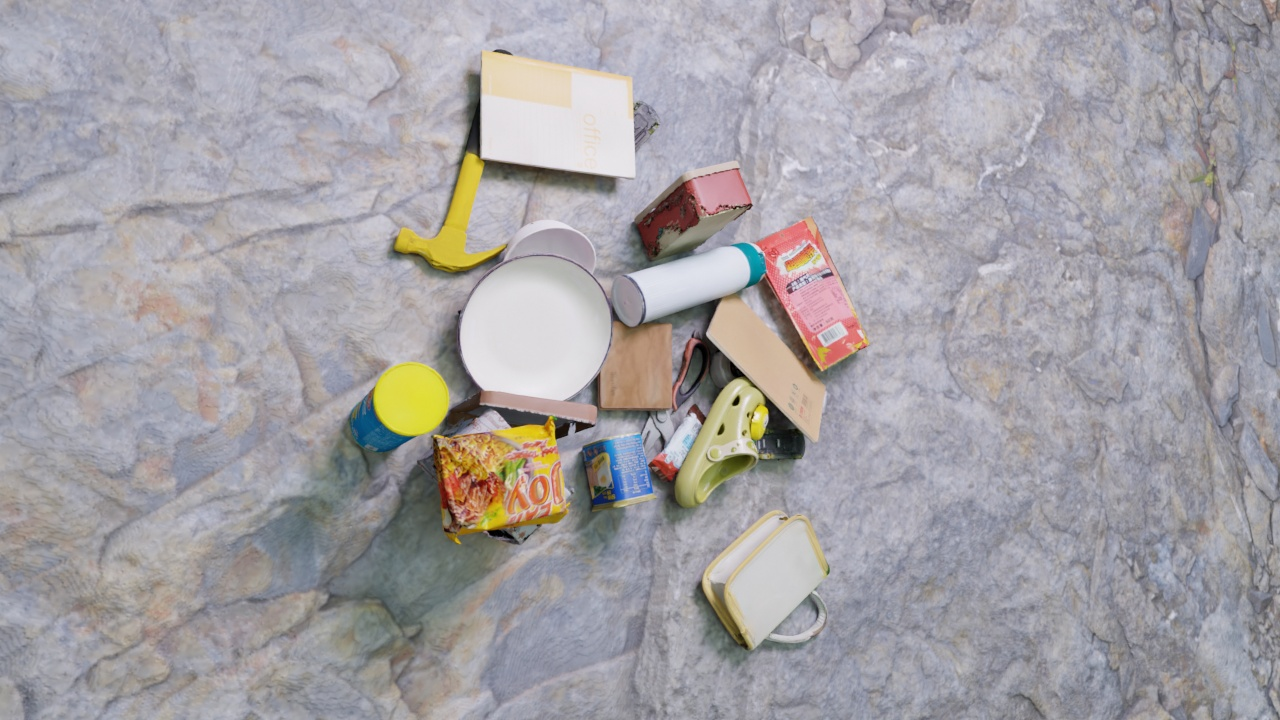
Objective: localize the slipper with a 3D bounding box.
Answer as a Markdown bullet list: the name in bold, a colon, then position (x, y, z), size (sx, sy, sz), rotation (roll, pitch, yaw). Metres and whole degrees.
- **slipper**: position (0.116, 0.114, 1.179), size (0.082, 0.092, 0.190), rotation (26, 74, 26)

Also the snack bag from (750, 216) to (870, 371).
- **snack bag**: position (0.243, -0.094, 1.298), size (0.128, 0.073, 0.208), rotation (-27, 86, -30)

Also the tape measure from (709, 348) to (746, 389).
- **tape measure**: position (0.128, 0.010, 1.241), size (0.066, 0.034, 0.065), rotation (-1, 79, -27)

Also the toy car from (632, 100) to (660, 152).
- **toy car**: position (-0.017, -0.304, 1.233), size (0.048, 0.032, 0.105), rotation (43, 68, -10)

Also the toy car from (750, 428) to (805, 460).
- **toy car**: position (0.182, 0.114, 1.243), size (0.091, 0.036, 0.043), rotation (2, 78, -23)

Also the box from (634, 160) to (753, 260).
- **box**: position (0.066, -0.181, 1.173), size (0.091, 0.169, 0.078), rotation (-18, 85, -26)

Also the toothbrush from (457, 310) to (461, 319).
- **toothbrush**: position (-0.135, -0.043, 1.144), size (0.189, 0.014, 0.016), rotation (9, 78, -23)

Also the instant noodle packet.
- **instant noodle packet**: position (-0.135, 0.117, 0.905), size (0.128, 0.044, 0.111), rotation (-7, 90, -22)

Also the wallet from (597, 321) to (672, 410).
- **wallet**: position (-0.007, 0.007, 1.172), size (0.101, 0.020, 0.115), rotation (1, 83, -22)

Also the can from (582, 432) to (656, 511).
- **can**: position (-0.028, 0.135, 1.111), size (0.057, 0.102, 0.083), rotation (-9, 82, -25)

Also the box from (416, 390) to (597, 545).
- **box**: position (-0.143, 0.093, 1.026), size (0.166, 0.182, 0.150), rotation (-43, 99, -21)

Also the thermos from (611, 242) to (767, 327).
- **thermos**: position (0.069, -0.105, 1.203), size (0.223, 0.073, 0.073), rotation (-20, 89, -33)

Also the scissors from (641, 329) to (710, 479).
- **scissors**: position (0.029, 0.053, 1.200), size (0.188, 0.015, 0.225), rotation (-26, 92, -26)

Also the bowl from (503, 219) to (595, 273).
- **bowl**: position (-0.120, -0.133, 1.131), size (0.118, 0.119, 0.064), rotation (0, 42, -24)

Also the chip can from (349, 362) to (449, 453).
- **chip can**: position (-0.258, 0.054, 0.962), size (0.071, 0.211, 0.071), rotation (4, 79, -23)

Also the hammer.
- **hammer**: position (-0.205, -0.250, 1.141), size (0.128, 0.033, 0.300), rotation (18, 74, -21)

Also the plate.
- **plate**: position (-0.128, -0.037, 1.107), size (0.192, 0.039, 0.192), rotation (-6, 107, -21)

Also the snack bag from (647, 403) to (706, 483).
- **snack bag**: position (0.051, 0.107, 1.178), size (0.048, 0.026, 0.104), rotation (51, 62, -35)

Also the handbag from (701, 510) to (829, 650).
- **handbag**: position (0.175, 0.305, 1.202), size (0.163, 0.063, 0.179), rotation (-37, 111, -25)

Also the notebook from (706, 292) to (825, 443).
- **notebook**: position (0.174, 0.002, 1.233), size (0.207, 0.008, 0.147), rotation (44, 31, -11)

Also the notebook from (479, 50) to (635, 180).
- **notebook**: position (-0.103, -0.311, 1.172), size (0.206, 0.010, 0.145), rotation (3, 79, -24)
